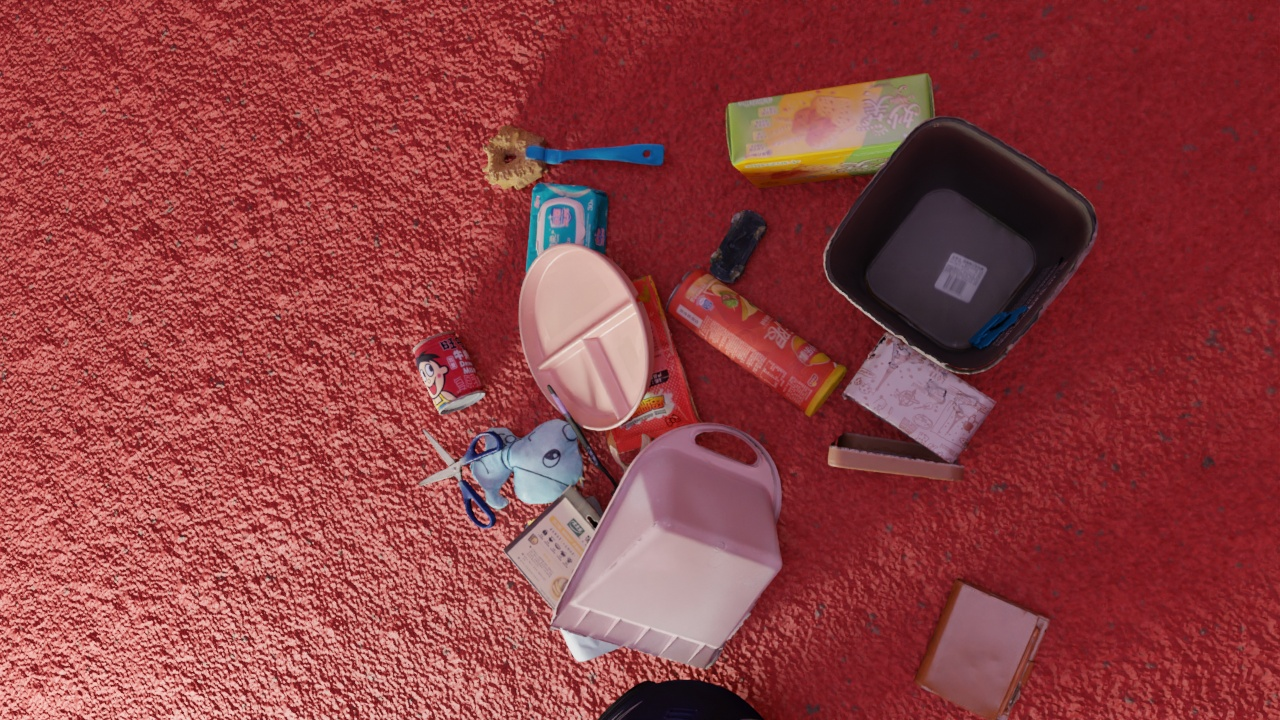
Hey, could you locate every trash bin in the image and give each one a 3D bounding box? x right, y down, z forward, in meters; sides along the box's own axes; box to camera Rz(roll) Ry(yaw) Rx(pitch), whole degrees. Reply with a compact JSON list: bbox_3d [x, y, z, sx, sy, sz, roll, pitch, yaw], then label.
[{"bbox_3d":[0.321,-0.104,0.943,0.198,0.219,0.199,39,100,15],"label":"trash bin"}]

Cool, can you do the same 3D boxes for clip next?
[{"bbox_3d":[-0.008,0.142,1.119,0.070,0.035,0.100,-15,115,-24],"label":"clip"}]

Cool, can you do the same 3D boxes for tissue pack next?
[{"bbox_3d":[-0.093,-0.155,1.161,0.093,0.050,0.133,4,91,18],"label":"tissue pack"}]

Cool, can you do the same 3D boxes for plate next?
[{"bbox_3d":[-0.066,-0.029,1.103,0.230,0.028,0.230,19,118,41],"label":"plate"}]

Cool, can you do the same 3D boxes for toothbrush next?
[{"bbox_3d":[-0.066,0.110,1.138,0.014,0.016,0.189,-19,106,51],"label":"toothbrush"}]

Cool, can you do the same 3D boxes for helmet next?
[{"bbox_3d":[0.021,0.503,1.014,0.315,0.240,0.247,-42,78,1],"label":"helmet"}]

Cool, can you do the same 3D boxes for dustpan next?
[{"bbox_3d":[0.050,0.214,1.074,0.222,0.138,0.274,25,122,-23],"label":"dustpan"}]

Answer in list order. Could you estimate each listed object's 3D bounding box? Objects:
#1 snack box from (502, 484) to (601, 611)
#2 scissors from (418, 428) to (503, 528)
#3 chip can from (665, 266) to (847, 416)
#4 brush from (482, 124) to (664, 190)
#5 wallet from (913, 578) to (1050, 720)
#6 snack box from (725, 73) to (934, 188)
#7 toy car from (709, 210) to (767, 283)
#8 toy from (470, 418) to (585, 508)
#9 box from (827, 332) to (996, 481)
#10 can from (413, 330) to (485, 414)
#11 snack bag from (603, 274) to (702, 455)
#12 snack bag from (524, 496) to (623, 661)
[{"bbox_3d":[-0.084,0.230,1.115,0.126,0.053,0.113,-44,81,7],"label":"snack box"},{"bbox_3d":[-0.232,0.144,1.199,0.163,0.012,0.175,-48,67,28],"label":"scissors"},{"bbox_3d":[0.133,-0.023,1.078,0.216,0.073,0.073,36,99,15],"label":"chip can"},{"bbox_3d":[-0.090,-0.258,1.159,0.255,0.045,0.083,4,87,23],"label":"brush"},{"bbox_3d":[0.379,0.323,1.018,0.108,0.031,0.132,22,96,19],"label":"wallet"},{"bbox_3d":[0.212,-0.246,1.010,0.210,0.157,0.070,-3,90,17],"label":"snack box"},{"bbox_3d":[0.118,-0.136,1.103,0.043,0.034,0.090,29,96,18],"label":"toy car"},{"bbox_3d":[-0.139,0.134,1.175,0.156,0.049,0.161,32,103,17],"label":"toy"},{"bbox_3d":[0.280,0.076,0.976,0.146,0.181,0.148,37,96,15],"label":"box"},{"bbox_3d":[-0.252,0.016,1.201,0.067,0.066,0.093,-29,81,15],"label":"can"},{"bbox_3d":[-0.007,0.007,1.129,0.129,0.073,0.208,-15,93,23],"label":"snack bag"},{"bbox_3d":[-0.069,0.276,1.158,0.110,0.039,0.191,-23,83,5],"label":"snack bag"}]
